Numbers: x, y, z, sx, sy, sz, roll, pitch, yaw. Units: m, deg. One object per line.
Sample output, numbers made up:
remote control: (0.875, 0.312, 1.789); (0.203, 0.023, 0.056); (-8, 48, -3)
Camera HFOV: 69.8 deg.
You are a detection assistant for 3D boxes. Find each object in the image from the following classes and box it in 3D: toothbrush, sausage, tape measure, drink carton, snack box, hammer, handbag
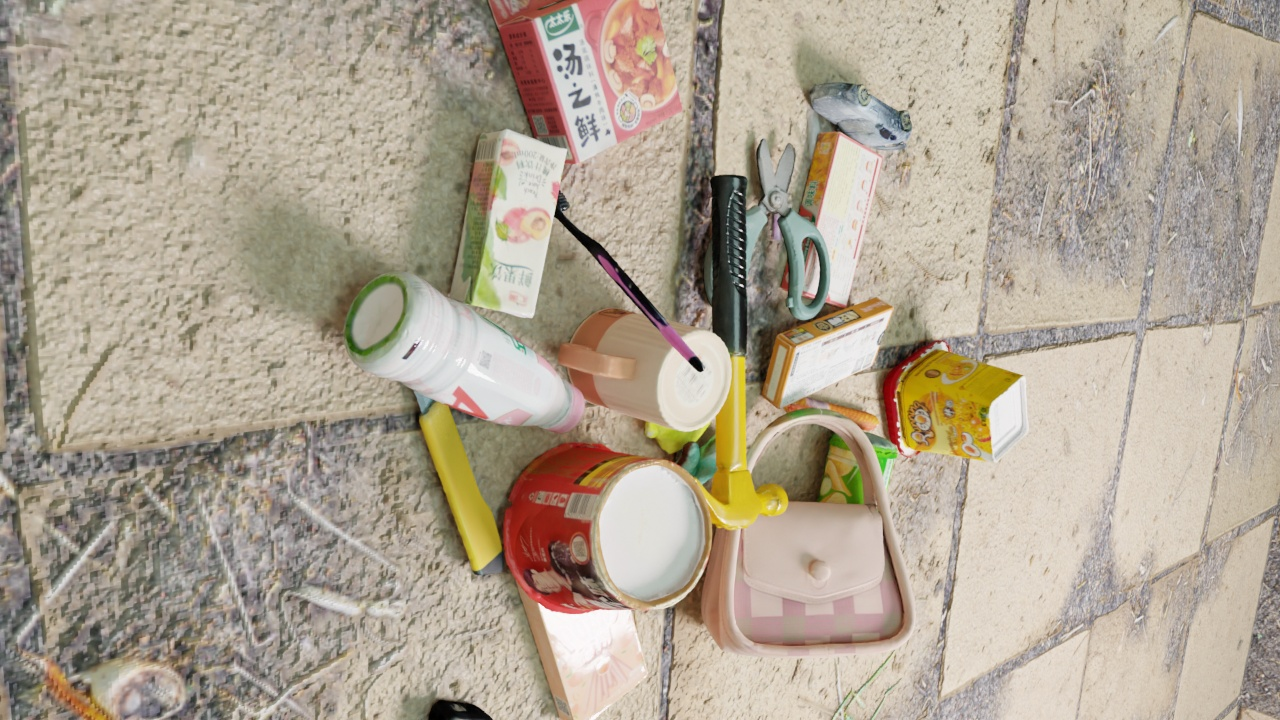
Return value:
toothbrush: (-0.015, -0.063, 0.664); (0.189, 0.014, 0.017); (49, 42, 10)
sausage: (0.201, 0.056, 0.954); (0.165, 0.021, 0.021); (14, 91, -42)
tape measure: (-0.140, 0.302, 0.710); (0.066, 0.034, 0.065); (29, 83, -39)
drink carton: (-0.094, -0.095, 0.644); (0.053, 0.045, 0.122); (10, 93, -37)
snack box: (0.186, -0.009, 0.907); (0.153, 0.026, 0.075); (-20, 134, -36)
snack box: (-0.047, 0.228, 0.778); (0.084, 0.026, 0.157); (-29, 119, -33)
hammer: (0.076, -0.006, 0.780); (0.128, 0.033, 0.300); (-1, 91, -46)
snack box: (-0.036, -0.222, 0.665); (0.113, 0.044, 0.127); (-35, 121, -30)
snack box: (0.188, -0.135, 0.893); (0.077, 0.027, 0.156); (12, 92, -42)
handbag: (0.160, 0.162, 0.875); (0.193, 0.093, 0.234); (4, 85, -15)

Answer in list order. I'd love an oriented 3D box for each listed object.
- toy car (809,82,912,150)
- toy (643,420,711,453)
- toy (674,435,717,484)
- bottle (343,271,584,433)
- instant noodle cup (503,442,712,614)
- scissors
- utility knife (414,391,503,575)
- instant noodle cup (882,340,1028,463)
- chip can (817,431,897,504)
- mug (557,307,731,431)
toy car: (0.209, -0.230, 0.870); (0.120, 0.054, 0.037); (16, 88, -42)
toy: (0.042, 0.034, 0.805); (0.096, 0.031, 0.100); (2, 99, -43)
toy: (0.057, 0.090, 0.821); (0.091, 0.030, 0.097); (-33, 152, -22)
bottle: (-0.110, 0.006, 0.637); (0.197, 0.068, 0.068); (33, 78, -51)
instant noodle cup: (-0.021, 0.131, 0.698); (0.137, 0.109, 0.138); (5, 82, -34)
scissors: (0.131, -0.110, 0.837); (0.171, 0.019, 0.177); (23, 84, -26)
utility knife: (-0.138, 0.067, 0.666); (0.033, 0.015, 0.216); (-40, 123, -49)
instant noodle cup: (0.351, 0.051, 1.016); (0.115, 0.124, 0.116); (-31, 119, -32)
chip can: (0.213, 0.183, 0.962); (0.072, 0.073, 0.221); (9, 95, -42)
mug: (-0.004, 0.004, 0.706); (0.114, 0.106, 0.081); (10, 94, -42)
